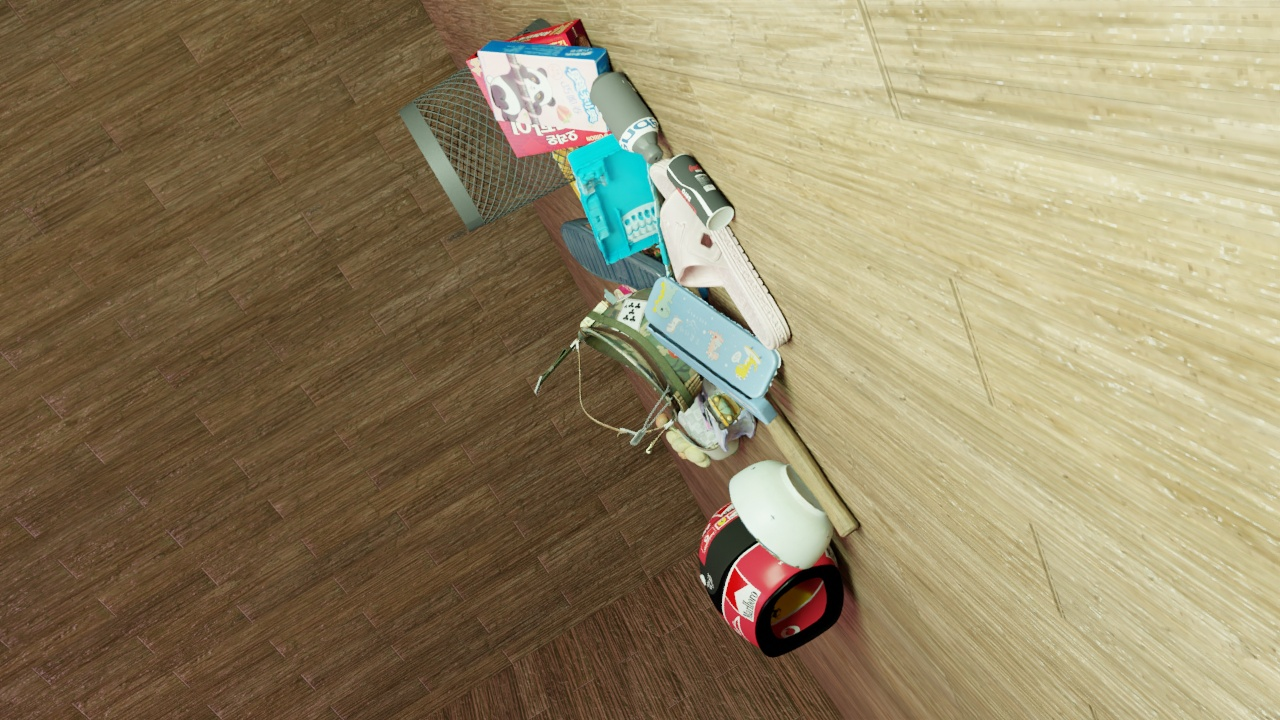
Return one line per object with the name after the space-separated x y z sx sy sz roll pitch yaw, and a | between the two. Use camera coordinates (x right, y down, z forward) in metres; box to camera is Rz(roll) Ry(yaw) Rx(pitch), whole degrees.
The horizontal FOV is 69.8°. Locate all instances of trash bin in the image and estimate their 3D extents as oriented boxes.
-0.186 -0.316 1.271 0.217 0.227 0.218 59 175 7 | trash bin

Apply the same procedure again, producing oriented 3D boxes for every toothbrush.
0.077 -0.099 1.177 0.189 0.016 0.017 66 -178 -55 | toothbrush

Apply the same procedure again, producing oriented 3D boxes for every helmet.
0.195 0.318 1.435 0.224 0.197 0.271 55 165 42 | helmet
-0.006 0.006 1.296 0.192 0.236 0.224 40 -169 11 | helmet

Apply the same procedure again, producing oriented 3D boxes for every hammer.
0.179 0.088 1.169 0.305 0.040 0.132 57 178 20 | hammer

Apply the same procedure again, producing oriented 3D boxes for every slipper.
-0.023 -0.174 1.427 0.264 0.082 0.101 29 156 40 | slipper
0.067 -0.105 0.956 0.239 0.064 0.094 57 175 10 | slipper

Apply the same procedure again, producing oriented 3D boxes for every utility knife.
0.010 -0.062 1.607 0.227 0.019 0.030 40 -132 -42 | utility knife

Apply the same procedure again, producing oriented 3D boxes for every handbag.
0.090 0.100 1.614 0.171 0.123 0.112 58 -170 22 | handbag
0.121 0.069 1.443 0.126 0.069 0.158 60 178 16 | handbag

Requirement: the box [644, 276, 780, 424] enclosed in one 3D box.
0.081 -0.010 1.106 0.209 0.047 0.122 38 149 36 | box

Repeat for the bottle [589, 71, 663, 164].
-0.012 -0.253 0.963 0.112 0.047 0.047 57 175 17 | bottle

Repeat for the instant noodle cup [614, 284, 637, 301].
0.023 -0.073 1.503 0.178 0.077 0.179 59 175 7 | instant noodle cup

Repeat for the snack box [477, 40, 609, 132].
-0.104 -0.311 1.037 0.154 0.033 0.088 13 138 23 | snack box

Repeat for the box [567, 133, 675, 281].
-0.004 -0.164 1.108 0.117 0.097 0.227 63 177 23 | box

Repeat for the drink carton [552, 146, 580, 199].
-0.082 -0.286 1.394 0.122 0.058 0.041 58 175 11 | drink carton

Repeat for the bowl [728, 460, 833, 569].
0.195 0.189 1.195 0.153 0.073 0.153 36 -157 -18 | bowl

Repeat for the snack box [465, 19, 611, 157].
-0.112 -0.319 1.092 0.152 0.035 0.133 -1 131 35 | snack box

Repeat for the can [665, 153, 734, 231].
0.057 -0.164 0.889 0.080 0.031 0.031 57 175 27 | can

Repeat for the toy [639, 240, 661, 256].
-0.009 -0.195 1.315 0.103 0.046 0.084 62 -170 23 | toy

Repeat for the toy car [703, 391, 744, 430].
0.114 0.063 1.230 0.047 0.047 0.112 54 179 7 | toy car
